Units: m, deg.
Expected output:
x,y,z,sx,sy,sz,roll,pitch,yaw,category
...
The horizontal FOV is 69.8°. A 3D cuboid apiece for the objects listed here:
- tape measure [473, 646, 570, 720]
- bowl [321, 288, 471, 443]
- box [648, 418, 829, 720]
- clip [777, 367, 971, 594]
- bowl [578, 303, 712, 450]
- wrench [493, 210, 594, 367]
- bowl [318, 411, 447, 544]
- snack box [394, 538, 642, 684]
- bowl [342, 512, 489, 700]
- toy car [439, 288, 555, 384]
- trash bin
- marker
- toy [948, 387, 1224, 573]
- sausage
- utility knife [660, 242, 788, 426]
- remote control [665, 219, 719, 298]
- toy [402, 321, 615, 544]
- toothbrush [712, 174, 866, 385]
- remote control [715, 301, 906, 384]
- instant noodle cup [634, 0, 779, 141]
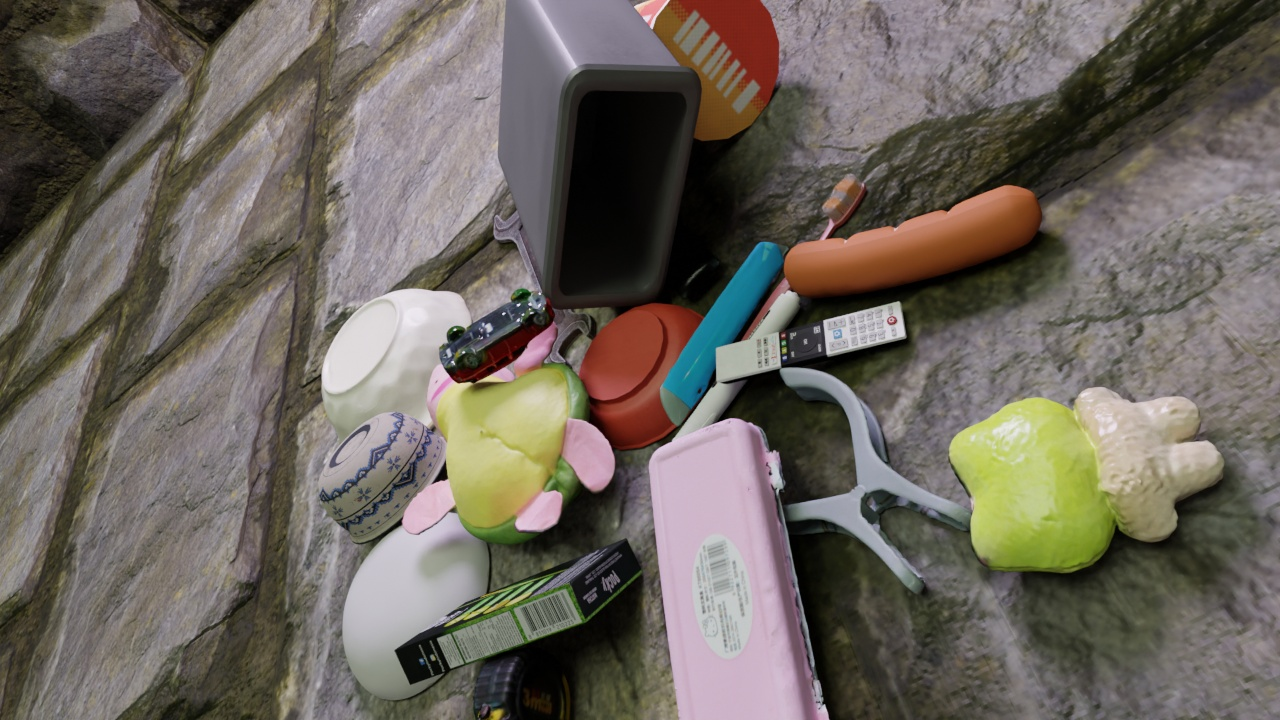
x,y,z,sx,sy,sz,roll,pitch,yaw,category
-0.074,0.210,0.564,0.038,0.067,0.062,-22,47,30,tape measure
-0.254,-0.002,0.902,0.188,0.060,0.219,-45,41,8,bowl
0.054,0.131,0.507,0.087,0.044,0.202,-27,54,29,box
0.129,0.045,0.532,0.172,0.029,0.143,22,79,48,clip
-0.004,0.004,0.681,0.122,0.035,0.121,-24,46,28,bowl
-0.092,-0.086,0.852,0.070,0.010,0.273,-40,41,13,wrench
-0.224,0.091,0.777,0.116,0.059,0.115,-35,25,18,bowl
-0.079,0.163,0.598,0.148,0.080,0.025,-27,87,26,snack box
-0.185,0.181,0.710,0.150,0.043,0.149,-24,46,28,bowl
-0.104,-0.017,0.671,0.091,0.036,0.042,-36,38,0,toy car
-0.046,-0.181,0.722,0.219,0.097,0.192,-114,27,-46,trash bin
0.068,0.008,0.625,0.133,0.017,0.020,-53,21,-3,marker
0.209,0.054,0.437,0.115,0.046,0.092,-21,49,22,toy
0.165,-0.070,0.576,0.165,0.039,0.044,-13,56,37,sausage
0.059,-0.025,0.645,0.158,0.031,0.015,-54,17,-15,utility knife
0.019,-0.098,0.749,0.041,0.020,0.152,-46,38,8,remote control
-0.100,0.060,0.689,0.238,0.087,0.190,26,84,52,toy
0.101,-0.052,0.643,0.184,0.015,0.015,-55,33,-3,toothbrush
0.108,-0.009,0.590,0.124,0.012,0.028,-14,52,23,remote control
0.033,-0.259,0.790,0.123,0.123,0.121,-52,32,-2,instant noodle cup
